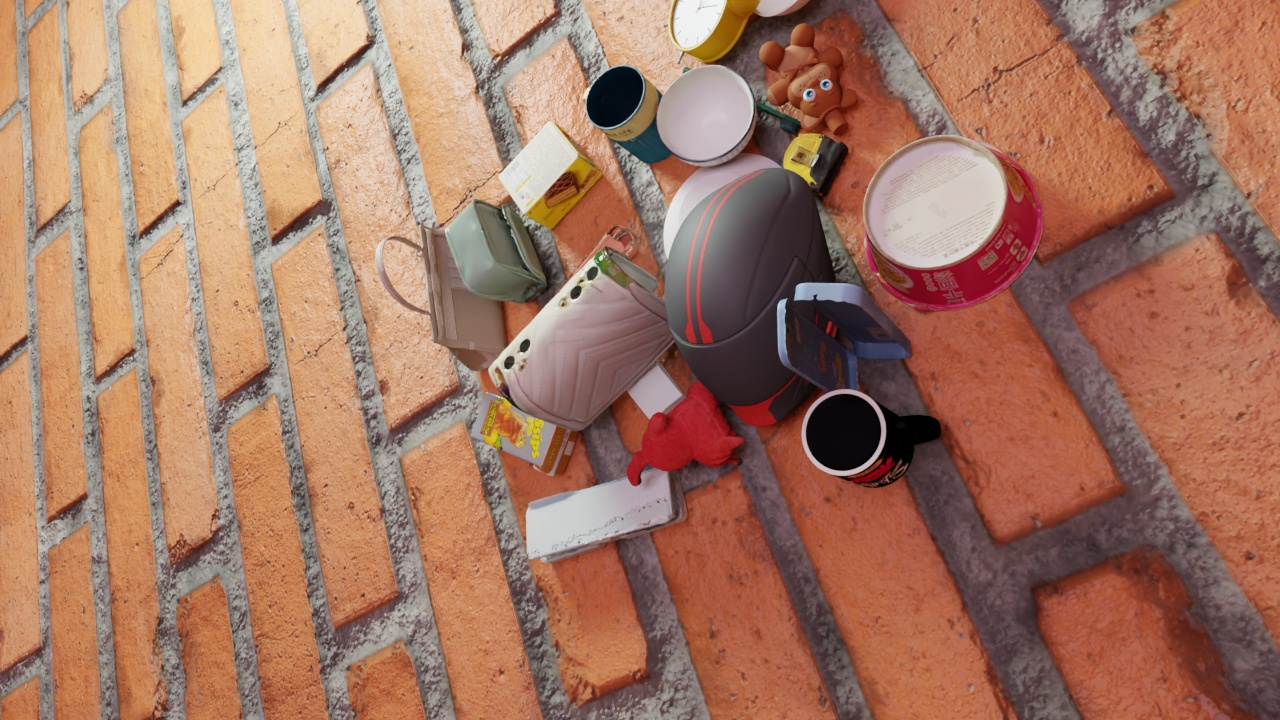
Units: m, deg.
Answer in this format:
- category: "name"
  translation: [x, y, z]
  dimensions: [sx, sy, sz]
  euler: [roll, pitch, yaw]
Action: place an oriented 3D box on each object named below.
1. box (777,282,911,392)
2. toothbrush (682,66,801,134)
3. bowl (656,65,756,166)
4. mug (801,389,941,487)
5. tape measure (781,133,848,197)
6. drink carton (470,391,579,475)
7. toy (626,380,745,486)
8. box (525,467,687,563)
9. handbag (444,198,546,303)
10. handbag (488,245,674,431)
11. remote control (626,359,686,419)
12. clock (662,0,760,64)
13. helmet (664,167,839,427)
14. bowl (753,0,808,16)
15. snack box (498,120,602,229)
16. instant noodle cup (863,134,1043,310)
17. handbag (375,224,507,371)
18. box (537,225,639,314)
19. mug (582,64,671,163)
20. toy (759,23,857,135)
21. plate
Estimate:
- category: "box"
  translation: [0.198, -0.012, 0.858]
  dimensions: [0.074, 0.209, 0.077]
  euler: [-3, 75, 30]
- category: "toothbrush"
  translation: [0.119, -0.314, 1.104]
  dimensions: [0.190, 0.016, 0.017]
  euler: [37, 102, 33]
- category: "bowl"
  translation: [0.084, -0.280, 1.082]
  dimensions: [0.118, 0.062, 0.118]
  euler: [-4, 80, 20]
- category: "mug"
  translation: [0.228, 0.074, 0.884]
  dimensions: [0.118, 0.098, 0.081]
  euler: [-14, 70, 28]
- category: "tape measure"
  translation: [0.188, -0.221, 1.023]
  dimensions: [0.064, 0.037, 0.065]
  euler: [29, 93, 33]
- category: "drink carton"
  translation: [-0.142, 0.088, 1.136]
  dimensions: [0.125, 0.048, 0.076]
  euler: [18, 87, 34]
- category: "toy"
  translation: [0.046, 0.097, 0.989]
  dimensions: [0.133, 0.088, 0.094]
  euler: [-38, 72, -5]
- category: "box"
  translation: [-0.043, 0.176, 1.059]
  dimensions: [0.199, 0.066, 0.082]
  euler: [-21, 42, 26]
- category: "handbag"
  translation: [-0.183, -0.143, 1.189]
  dimensions: [0.067, 0.106, 0.121]
  euler: [-40, 60, 29]
- category: "handbag"
  translation: [-0.063, -0.025, 1.034]
  dimensions: [0.199, 0.142, 0.096]
  euler: [-44, 54, 13]
- category: "remote control"
  translation: [-0.006, 0.006, 1.089]
  dimensions: [0.050, 0.024, 0.143]
  euler: [-45, 58, 14]
- category: "clock"
  translation: [0.090, -0.434, 1.109]
  dimensions: [0.152, 0.052, 0.113]
  euler: [-43, 52, 39]
- category: "helmet"
  translation: [0.108, -0.078, 0.944]
  dimensions: [0.164, 0.169, 0.264]
  euler: [2, 73, 42]
- category: "bowl"
  translation: [0.179, -0.452, 1.083]
  dimensions: [0.110, 0.040, 0.109]
  euler: [-15, 70, 47]
- category: "snack box"
  translation: [-0.118, -0.242, 1.201]
  dimensions: [0.106, 0.061, 0.083]
  euler: [-44, 59, 14]
- category: "instant noodle cup"
  translation: [0.299, -0.145, 0.911]
  dimensions: [0.179, 0.077, 0.178]
  euler: [-9, 73, 30]
- category: "handbag"
  translation: [-0.258, -0.096, 1.166]
  dimensions: [0.062, 0.197, 0.175]
  euler: [-21, 67, 25]
- category: "box"
  translation: [-0.066, -0.088, 1.152]
  dimensions: [0.058, 0.062, 0.188]
  euler: [43, 99, 6]
- category: "mug"
  translation: [-0.016, -0.305, 1.129]
  dimensions: [0.114, 0.107, 0.083]
  euler: [27, 94, 33]
- category: "toy"
  translation: [0.191, -0.310, 1.031]
  dimensions: [0.095, 0.065, 0.127]
  euler: [-31, 68, 12]
- category: "plate"
  translation: [0.094, -0.167, 1.066]
  dimensions: [0.174, 0.036, 0.173]
  euler: [-9, 73, 29]
